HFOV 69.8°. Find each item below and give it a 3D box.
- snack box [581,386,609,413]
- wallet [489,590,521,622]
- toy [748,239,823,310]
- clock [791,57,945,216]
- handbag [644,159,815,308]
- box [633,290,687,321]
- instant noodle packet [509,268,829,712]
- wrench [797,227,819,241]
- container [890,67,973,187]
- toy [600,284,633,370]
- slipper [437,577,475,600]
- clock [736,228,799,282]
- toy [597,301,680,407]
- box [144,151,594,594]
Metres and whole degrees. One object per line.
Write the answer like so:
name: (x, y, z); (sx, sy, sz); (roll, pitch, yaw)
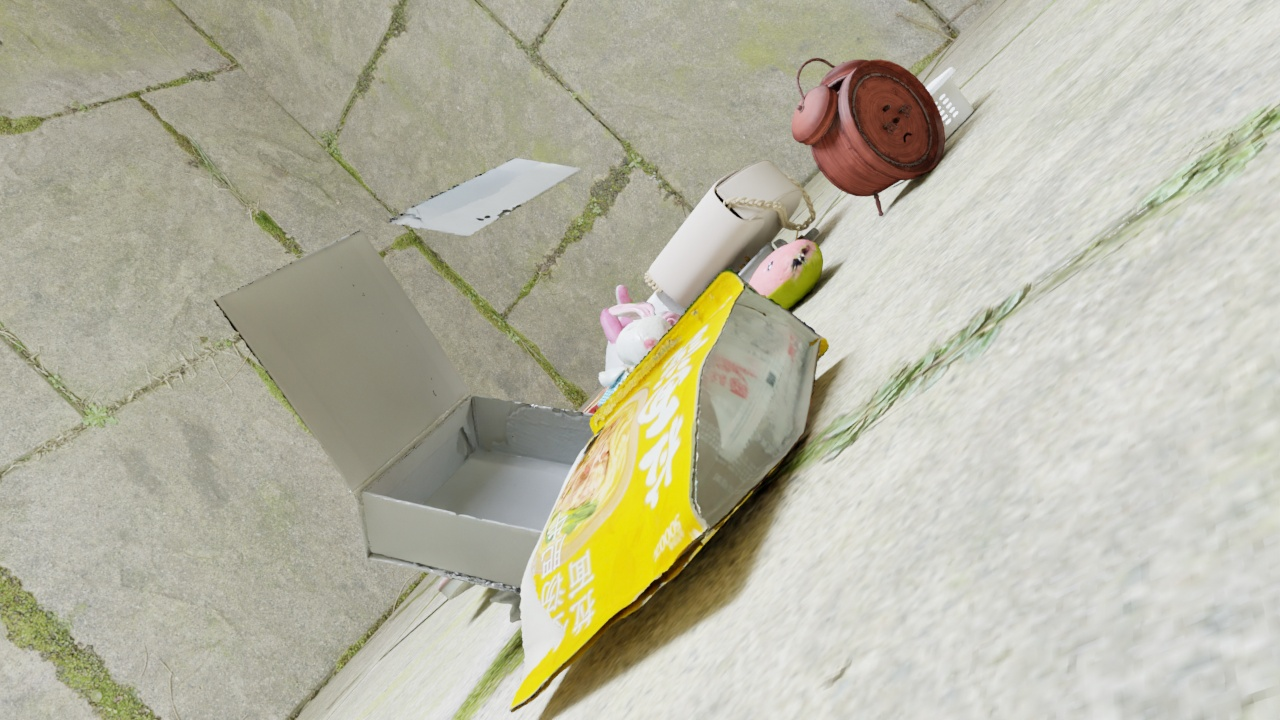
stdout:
snack box: (-0.031, 0.065, 1.326); (0.113, 0.060, 0.237); (-45, 2, -21)
wallet: (-0.067, 0.161, 0.714); (0.086, 0.032, 0.116); (-35, 2, 7)
toy: (0.142, -0.082, 0.885); (0.090, 0.051, 0.110); (-48, 4, -19)
clock: (0.213, -0.229, 0.880); (0.120, 0.157, 0.072); (-47, 8, -31)
handbag: (0.120, -0.160, 1.211); (0.211, 0.103, 0.208); (-50, -12, 33)
box: (0.032, -0.031, 1.294); (0.137, 0.109, 0.123); (-43, 1, 28)
instant noodle packet: (0.007, 0.069, 0.492); (0.163, 0.084, 0.221); (-46, 8, 34)
wrench: (0.160, -0.102, 1.317); (0.274, 0.018, 0.083); (-44, 3, 43)
container: (0.293, -0.241, 0.977); (0.129, 0.049, 0.080); (-46, 2, 2)
toy: (0.002, -0.021, 1.608); (0.128, 0.187, 0.265); (-9, 33, 4)
slipper: (-0.178, 0.216, 1.100); (0.114, 0.054, 0.274); (-47, -6, 6)
clock: (0.150, -0.109, 1.154); (0.148, 0.056, 0.103); (-46, -2, 13)
toy: (-0.006, 0.006, 1.095); (0.106, 0.131, 0.205); (98, -164, -66)
box: (-0.169, 0.025, 0.681); (0.150, 0.369, 0.166); (-47, 1, 32)
